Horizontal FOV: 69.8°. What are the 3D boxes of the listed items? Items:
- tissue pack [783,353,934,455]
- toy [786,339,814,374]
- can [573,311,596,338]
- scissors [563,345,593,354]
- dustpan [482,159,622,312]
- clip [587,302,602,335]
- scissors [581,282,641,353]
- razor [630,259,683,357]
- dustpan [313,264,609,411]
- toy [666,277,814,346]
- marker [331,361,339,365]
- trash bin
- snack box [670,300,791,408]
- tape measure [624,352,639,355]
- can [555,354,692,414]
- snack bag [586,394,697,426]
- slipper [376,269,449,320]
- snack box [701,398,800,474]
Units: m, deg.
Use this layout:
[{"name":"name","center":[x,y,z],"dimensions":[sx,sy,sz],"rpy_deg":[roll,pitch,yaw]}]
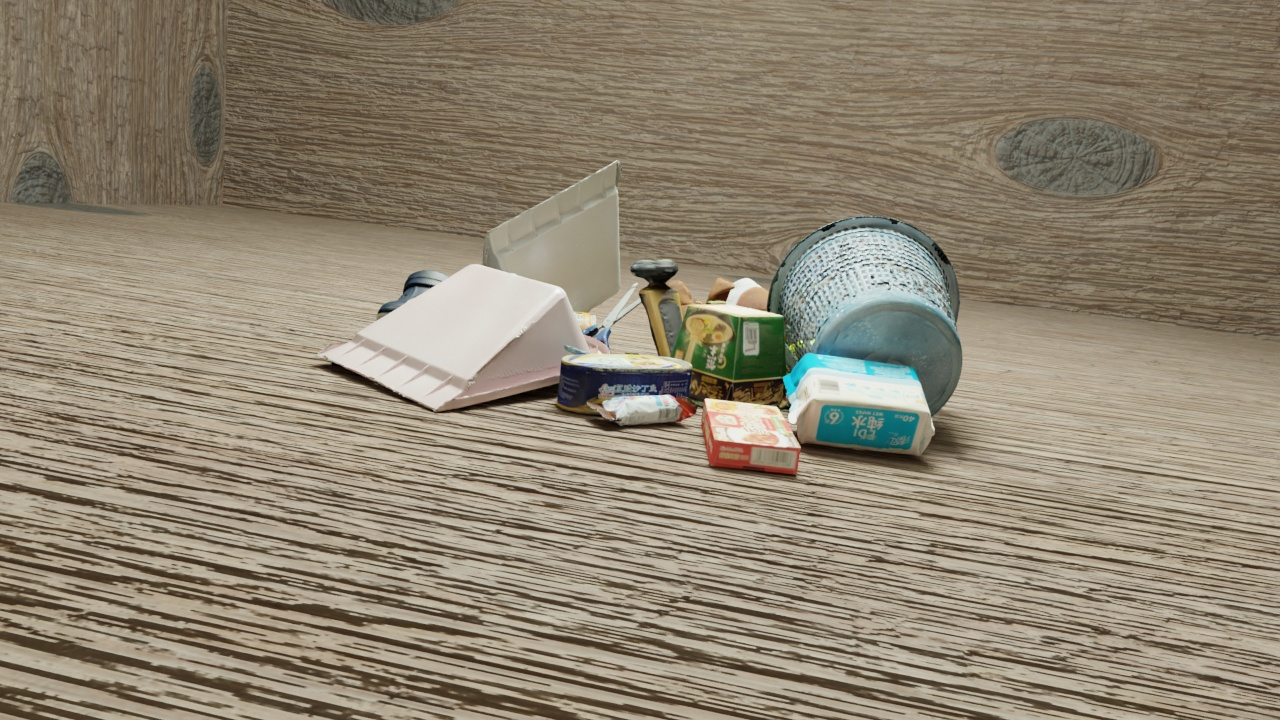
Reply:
[{"name":"tissue pack","center":[0.211,0.044,0.892],"dimensions":[0.140,0.063,0.089],"rpy_deg":[6,31,2]},{"name":"toy","center":[0.225,0.002,1.157],"dimensions":[0.100,0.097,0.031],"rpy_deg":[30,41,-14]},{"name":"can","center":[-0.133,-0.039,1.187],"dimensions":[0.146,0.058,0.058],"rpy_deg":[5,11,-9]},{"name":"scissors","center":[-0.033,0.005,0.986],"dimensions":[0.054,0.017,0.133],"rpy_deg":[-32,-37,32]},{"name":"dustpan","center":[-0.138,-0.141,1.279],"dimensions":[0.222,0.258,0.143],"rpy_deg":[-35,47,-27]},{"name":"clip","center":[-0.092,-0.068,1.359],"dimensions":[0.035,0.094,0.102],"rpy_deg":[15,2,37]},{"name":"scissors","center":[-0.042,-0.039,1.136],"dimensions":[0.166,0.012,0.155],"rpy_deg":[-24,35,3]},{"name":"razor","center":[0.033,-0.049,1.109],"dimensions":[0.062,0.167,0.068],"rpy_deg":[-4,-19,-25]},{"name":"dustpan","center":[-0.168,0.001,1.008],"dimensions":[0.223,0.139,0.272],"rpy_deg":[22,51,41]},{"name":"toy","center":[0.122,-0.051,1.202],"dimensions":[0.199,0.130,0.140],"rpy_deg":[2,-26,3]},{"name":"marker","center":[-0.286,-0.003,1.026],"dimensions":[0.123,0.015,0.018],"rpy_deg":[-8,17,-44]},{"name":"trash bin","center":[0.257,-0.026,1.015],"dimensions":[0.226,0.227,0.194],"rpy_deg":[7,23,3]},{"name":"snack box","center":[0.102,-0.007,1.026],"dimensions":[0.118,0.106,0.118],"rpy_deg":[-5,16,-45]},{"name":"tape measure","center":[-0.007,0.006,1.101],"dimensions":[0.060,0.029,0.057],"rpy_deg":[0,13,-31]},{"name":"can","center":[-0.015,0.024,0.942],"dimensions":[0.148,0.049,0.075],"rpy_deg":[1,12,-30]},{"name":"snack bag","center":[0.003,0.048,0.888],"dimensions":[0.105,0.026,0.045],"rpy_deg":[-2,23,-27]},{"name":"slipper","center":[-0.261,-0.069,1.190],"dimensions":[0.105,0.095,0.252],"rpy_deg":[4,7,2]},{"name":"snack box","center":[0.098,0.067,0.842],"dimensions":[0.075,0.025,0.152],"rpy_deg":[7,11,0]}]
